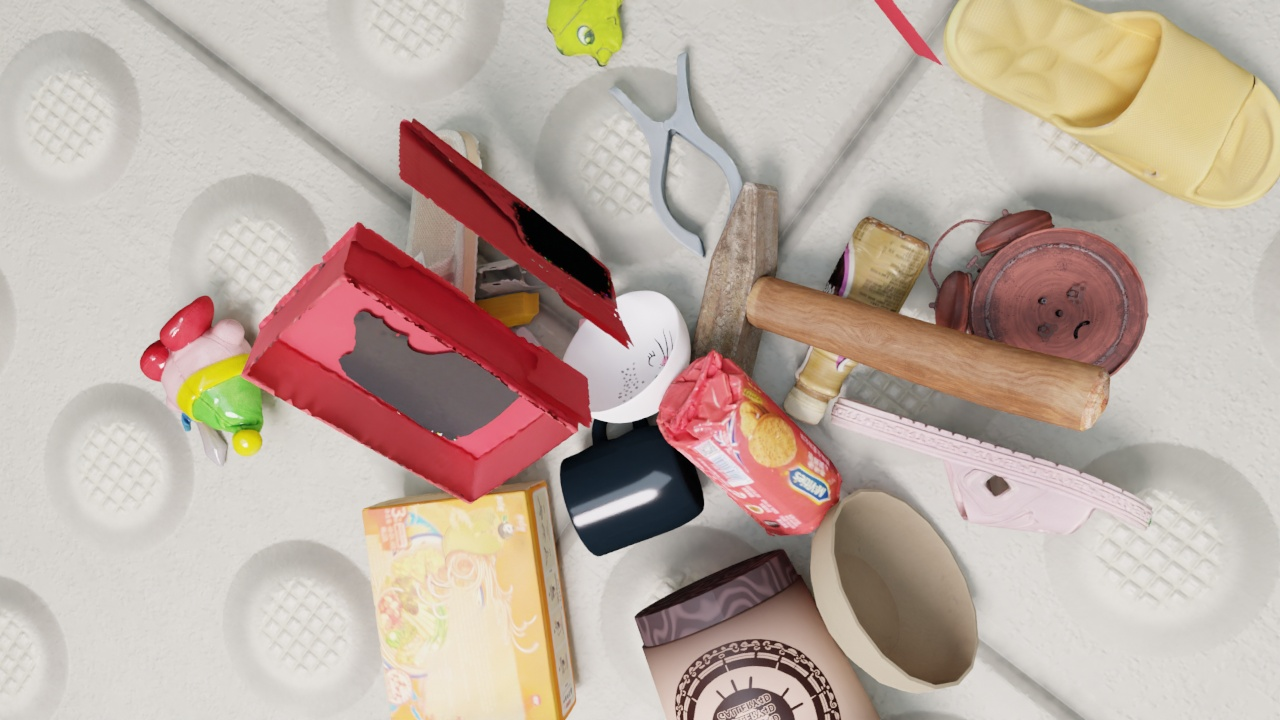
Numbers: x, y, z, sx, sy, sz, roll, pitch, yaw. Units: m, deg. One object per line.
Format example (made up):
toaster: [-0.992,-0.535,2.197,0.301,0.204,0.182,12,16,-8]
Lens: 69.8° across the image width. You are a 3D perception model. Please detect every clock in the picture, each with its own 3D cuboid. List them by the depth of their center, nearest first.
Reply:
clock: [0.290,-0.046,0.685,0.157,0.072,0.120,37,98,7]

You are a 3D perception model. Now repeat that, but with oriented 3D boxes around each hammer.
hammer: [0.173,-0.022,0.648,0.301,0.037,0.158,22,107,36]

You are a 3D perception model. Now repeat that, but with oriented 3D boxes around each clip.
clip: [0.052,-0.172,0.751,0.112,0.028,0.163,-25,88,9]
clip: [-0.116,-0.076,0.778,0.102,0.056,0.056,-10,58,11]

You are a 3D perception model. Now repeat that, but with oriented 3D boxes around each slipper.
slipper: [0.349,-0.204,0.665,0.263,0.078,0.099,29,95,10]
slipper: [0.254,0.091,0.686,0.239,0.094,0.064,19,92,12]
slipper: [-0.188,-0.067,0.771,0.115,0.052,0.263,9,91,45]

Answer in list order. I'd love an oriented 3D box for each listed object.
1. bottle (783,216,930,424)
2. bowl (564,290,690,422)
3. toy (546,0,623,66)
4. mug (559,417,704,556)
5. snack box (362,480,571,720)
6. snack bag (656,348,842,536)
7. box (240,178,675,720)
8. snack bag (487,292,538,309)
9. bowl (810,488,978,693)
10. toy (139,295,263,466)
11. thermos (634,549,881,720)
bottle: [0.162,-0.027,0.719,0.059,0.059,0.166,27,105,9]
bowl: [-0.004,0.004,0.740,0.115,0.050,0.114,-23,46,26]
toy: [-0.040,-0.296,0.760,0.093,0.036,0.094,-39,86,2]
mug: [-0.009,0.088,0.751,0.094,0.085,0.121,-22,59,10]
snack box: [-0.141,0.207,0.774,0.145,0.080,0.195,-8,90,11]
snack bag: [0.083,0.069,0.702,0.082,0.082,0.176,-40,123,10]
box: [-0.131,0.068,0.576,0.198,0.350,0.217,-37,125,25]
snack bag: [-0.134,-0.039,0.793,0.099,0.020,0.026,-11,63,11]
bowl: [0.181,0.176,0.689,0.152,0.152,0.051,53,131,5]
toy: [-0.383,0.029,0.815,0.124,0.096,0.131,-42,103,16]
thermos: [0.099,0.273,0.692,0.173,0.172,0.226,-26,81,11]
